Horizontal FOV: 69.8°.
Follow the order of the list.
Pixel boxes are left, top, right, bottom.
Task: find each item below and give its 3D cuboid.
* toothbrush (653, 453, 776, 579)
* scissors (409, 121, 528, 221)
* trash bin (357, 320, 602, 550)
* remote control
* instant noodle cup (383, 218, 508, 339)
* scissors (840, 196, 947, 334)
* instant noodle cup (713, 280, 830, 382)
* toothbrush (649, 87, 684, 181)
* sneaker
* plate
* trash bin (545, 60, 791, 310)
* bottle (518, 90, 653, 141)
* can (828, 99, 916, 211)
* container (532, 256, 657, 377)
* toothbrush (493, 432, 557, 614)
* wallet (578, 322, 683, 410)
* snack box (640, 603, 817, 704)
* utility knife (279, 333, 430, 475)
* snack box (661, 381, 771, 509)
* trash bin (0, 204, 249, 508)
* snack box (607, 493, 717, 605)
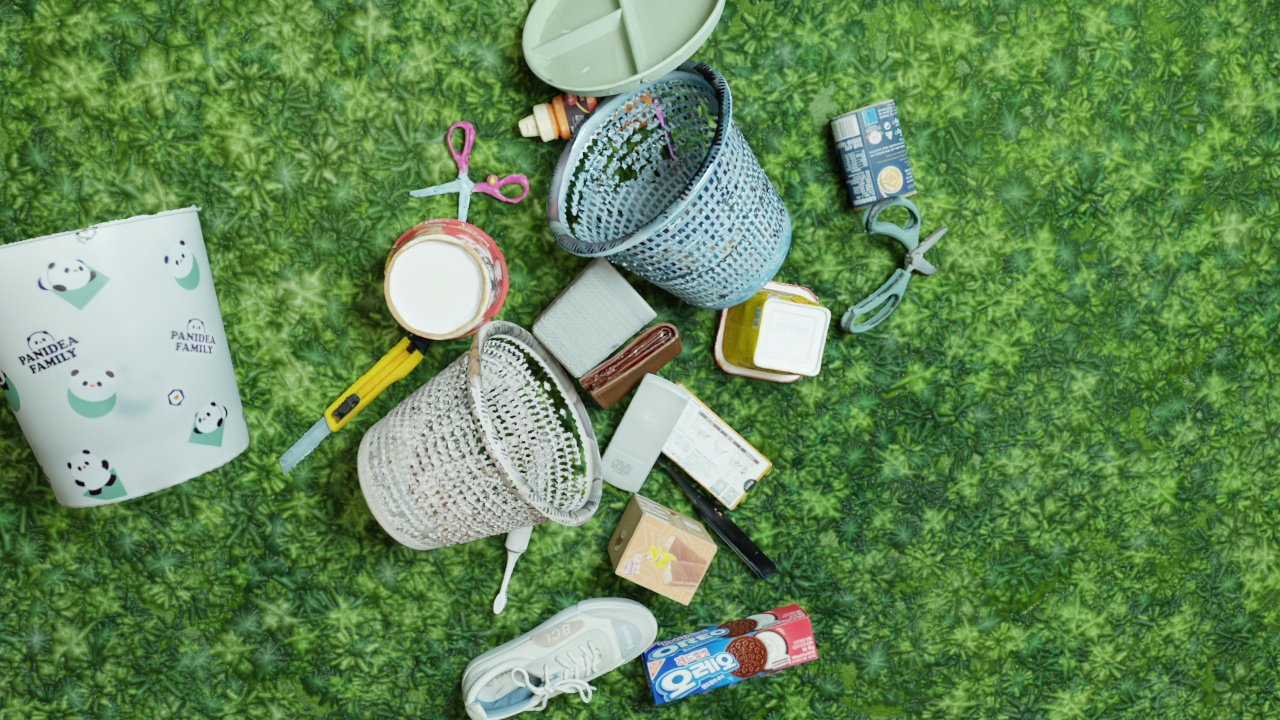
[{"bbox_3d":[0.083,0.183,1.103,0.212,0.027,0.026,46,45,-9],"label":"toothbrush"},{"bbox_3d":[-0.193,-0.203,1.028,0.133,0.017,0.136,-9,102,-2],"label":"scissors"},{"bbox_3d":[-0.178,0.099,0.968,0.192,0.227,0.227,-26,100,18],"label":"trash bin"},{"bbox_3d":[0.001,0.085,1.054,0.058,0.021,0.150,27,117,-2],"label":"remote control"},{"bbox_3d":[-0.211,-0.084,0.987,0.138,0.108,0.138,-1,100,-7],"label":"instant noodle cup"},{"bbox_3d":[0.280,-0.111,1.058,0.175,0.019,0.170,-47,134,6],"label":"scissors"},{"bbox_3d":[0.154,-0.031,1.036,0.116,0.123,0.116,10,95,-9],"label":"instant noodle cup"},{"bbox_3d":[0.023,-0.279,1.049,0.014,0.018,0.189,-19,102,-4],"label":"toothbrush"},{"bbox_3d":[-0.094,0.351,1.067,0.242,0.091,0.089,-21,100,-5],"label":"sneaker"},{"bbox_3d":[-0.016,-0.362,0.955,0.230,0.027,0.229,-10,59,18],"label":"plate"},{"bbox_3d":[0.047,-0.159,0.958,0.226,0.226,0.195,-53,132,1],"label":"trash bin"},{"bbox_3d":[-0.062,-0.275,1.015,0.149,0.066,0.067,-15,98,1],"label":"bottle"},{"bbox_3d":[0.265,-0.235,1.050,0.075,0.075,0.111,-18,98,-5],"label":"can"},{"bbox_3d":[-0.056,-0.048,1.027,0.114,0.090,0.090,-43,99,2],"label":"container"},{"bbox_3d":[-0.138,0.192,1.074,0.027,0.026,0.221,18,94,17],"label":"toothbrush"},{"bbox_3d":[-0.006,0.006,1.035,0.124,0.101,0.032,-36,76,-1],"label":"wallet"},{"bbox_3d":[0.106,0.355,1.110,0.207,0.057,0.058,-14,95,-5],"label":"snack box"},{"bbox_3d":[-0.325,0.050,1.035,0.231,0.015,0.033,-42,94,4],"label":"utility knife"},{"bbox_3d":[0.076,0.102,1.091,0.153,0.026,0.075,41,91,-9],"label":"snack box"},{"bbox_3d":[-0.519,-0.006,0.912,0.229,0.229,0.252,-14,103,-6],"label":"trash bin"},{"bbox_3d":[0.023,0.217,1.064,0.094,0.093,0.077,26,93,-10],"label":"snack box"}]
